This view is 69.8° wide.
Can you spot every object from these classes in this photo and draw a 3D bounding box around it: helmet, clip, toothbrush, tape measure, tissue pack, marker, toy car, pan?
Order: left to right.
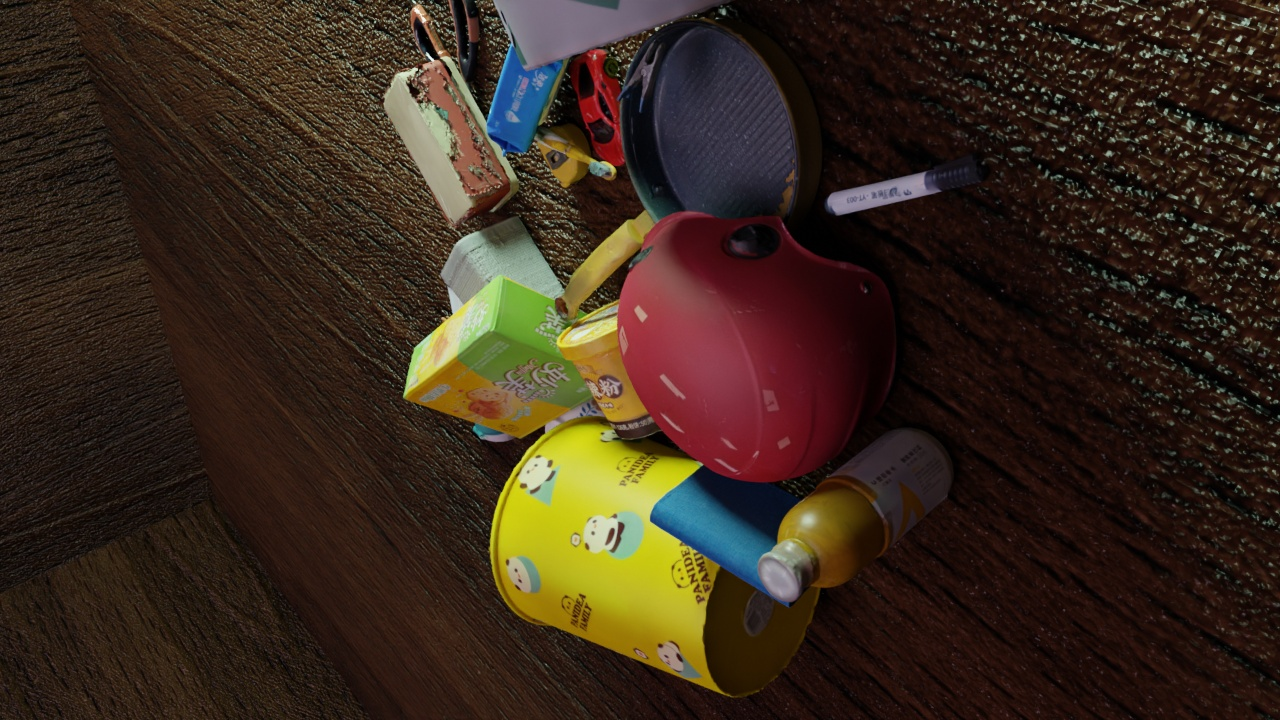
[{"bbox_3d":[-0.098,-0.270,0.855,0.052,0.094,0.158,21,144,-10],"label":"tissue pack"},{"bbox_3d":[-0.077,-0.208,0.921,0.057,0.028,0.060,-30,87,55],"label":"tape measure"},{"bbox_3d":[-0.070,-0.196,0.855,0.191,0.018,0.016,41,120,52],"label":"toothbrush"},{"bbox_3d":[-0.035,-0.232,0.851,0.049,0.031,0.106,3,116,53],"label":"toy car"},{"bbox_3d":[0.006,-0.226,0.724,0.045,0.027,0.058,30,118,9],"label":"clip"},{"bbox_3d":[0.016,-0.136,0.804,0.197,0.078,0.359,57,145,10],"label":"pan"},{"bbox_3d":[0.069,0.000,0.724,0.240,0.143,0.207,29,140,14],"label":"helmet"},{"bbox_3d":[0.184,-0.123,0.649,0.131,0.018,0.022,-3,101,53],"label":"marker"}]

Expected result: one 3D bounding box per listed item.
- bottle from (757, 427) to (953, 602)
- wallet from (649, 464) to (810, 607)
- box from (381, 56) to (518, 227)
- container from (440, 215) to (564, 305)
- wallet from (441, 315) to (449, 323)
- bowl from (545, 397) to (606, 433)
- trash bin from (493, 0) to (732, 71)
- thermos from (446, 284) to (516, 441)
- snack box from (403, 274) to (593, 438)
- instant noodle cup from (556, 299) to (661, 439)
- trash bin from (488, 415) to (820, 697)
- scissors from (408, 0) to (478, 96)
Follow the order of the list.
[{"bbox_3d":[0.160,0.114,0.682,0.068,0.189,0.068,29,133,37],"label":"bottle"},{"bbox_3d":[0.088,0.133,0.732,0.133,0.106,0.040,28,124,26],"label":"wallet"},{"bbox_3d":[-0.218,-0.239,1.017,0.168,0.080,0.091,61,149,-4],"label":"box"},{"bbox_3d":[-0.153,-0.086,1.051,0.114,0.090,0.090,55,145,6],"label":"container"},{"bbox_3d":[-0.234,0.012,1.269,0.108,0.031,0.132,33,134,34],"label":"wallet"},{"bbox_3d":[-0.071,0.083,1.076,0.113,0.062,0.114,30,134,37],"label":"bowl"},{"bbox_3d":[-0.038,-0.350,0.622,0.230,0.228,0.252,6,121,51],"label":"trash bin"},{"bbox_3d":[-0.192,-0.002,1.170,0.073,0.073,0.224,21,126,45],"label":"thermos"},{"bbox_3d":[-0.142,0.005,1.004,0.211,0.157,0.069,-30,46,46],"label":"snack box"},{"bbox_3d":[-0.005,0.005,0.899,0.119,0.118,0.114,-3,117,53],"label":"instant noodle cup"},{"bbox_3d":[0.022,0.191,0.899,0.256,0.228,0.230,13,122,42],"label":"trash bin"},{"bbox_3d":[-0.204,-0.321,1.026,0.226,0.015,0.190,57,145,7],"label":"scissors"}]
